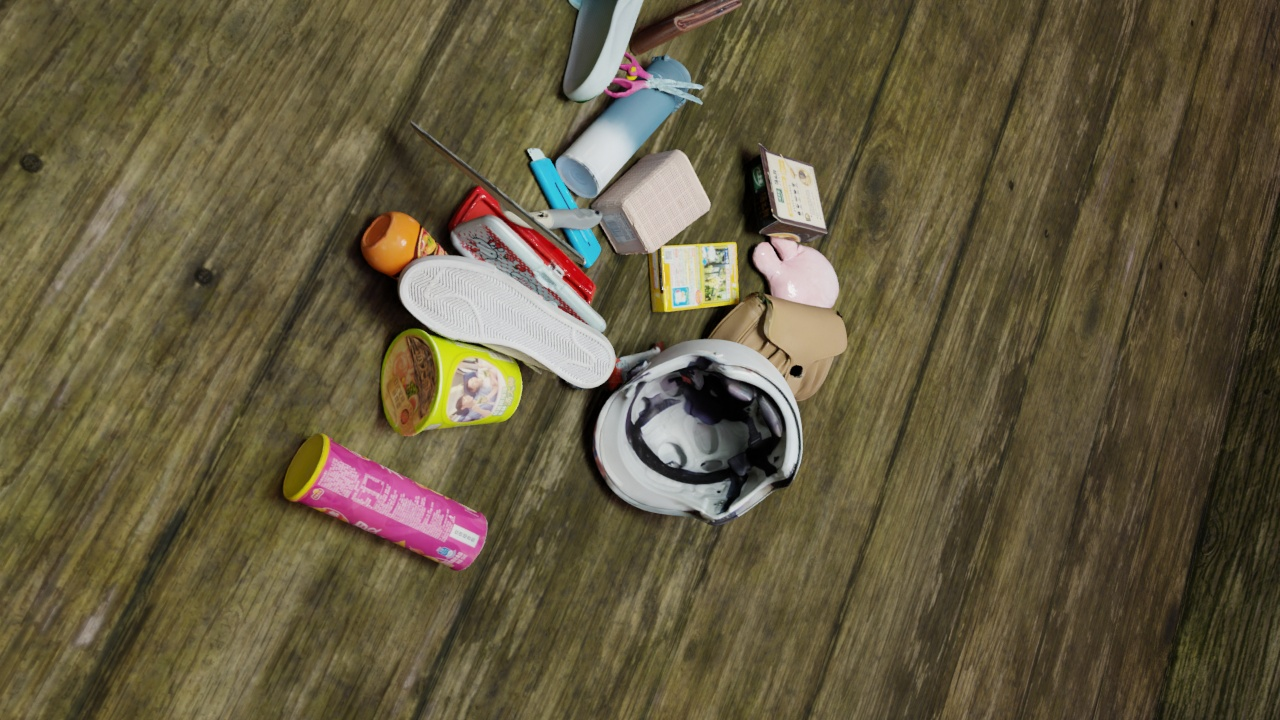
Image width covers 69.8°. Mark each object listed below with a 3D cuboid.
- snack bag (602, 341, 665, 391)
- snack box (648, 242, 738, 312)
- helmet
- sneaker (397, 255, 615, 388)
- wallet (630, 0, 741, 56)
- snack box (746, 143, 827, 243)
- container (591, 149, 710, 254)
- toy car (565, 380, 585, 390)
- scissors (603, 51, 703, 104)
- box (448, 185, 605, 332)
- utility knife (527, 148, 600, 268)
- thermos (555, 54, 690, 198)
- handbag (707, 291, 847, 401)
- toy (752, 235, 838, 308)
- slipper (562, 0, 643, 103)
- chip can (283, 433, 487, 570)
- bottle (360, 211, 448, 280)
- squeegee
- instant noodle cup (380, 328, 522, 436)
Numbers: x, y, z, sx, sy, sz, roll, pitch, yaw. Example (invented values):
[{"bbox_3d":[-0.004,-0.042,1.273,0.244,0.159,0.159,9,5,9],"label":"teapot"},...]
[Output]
[{"bbox_3d":[-0.007,0.007,1.186,0.104,0.026,0.048,-19,111,-37],"label":"snack bag"},{"bbox_3d":[0.074,-0.114,1.241,0.140,0.034,0.087,-9,98,-37],"label":"snack box"},{"bbox_3d":[0.077,0.073,1.149,0.229,0.259,0.145,53,30,-13],"label":"helmet"},{"bbox_3d":[-0.141,-0.048,0.983,0.242,0.090,0.089,26,98,-19],"label":"sneaker"},{"bbox_3d":[0.056,-0.430,1.164,0.124,0.101,0.032,-37,112,-31],"label":"wallet"},{"bbox_3d":[0.203,-0.235,1.304,0.125,0.053,0.113,6,68,-37],"label":"snack box"},{"bbox_3d":[0.010,-0.194,1.150,0.110,0.090,0.090,-43,118,-26],"label":"container"},{"bbox_3d":[-0.070,-0.008,1.127,0.034,0.043,0.090,11,90,-5],"label":"toy car"},{"bbox_3d":[0.014,-0.331,1.116,0.137,0.017,0.083,22,63,-6],"label":"scissors"},{"bbox_3d":[-0.117,-0.109,1.044,0.201,0.102,0.095,43,67,-33],"label":"box"},{"bbox_3d":[-0.093,-0.187,1.112,0.034,0.018,0.159,-42,116,-29],"label":"utility knife"},{"bbox_3d":[-0.015,-0.293,1.138,0.220,0.070,0.070,-51,121,-25],"label":"thermos"},{"bbox_3d":[0.195,-0.013,1.281,0.204,0.100,0.148,8,119,-38],"label":"handbag"},{"bbox_3d":[0.228,-0.128,1.351,0.159,0.054,0.121,49,63,-20],"label":"toy"},{"bbox_3d":[-0.050,-0.427,1.083,0.074,0.104,0.245,18,88,-36],"label":"slipper"},{"bbox_3d":[-0.262,0.153,0.962,0.210,0.071,0.071,36,71,-35],"label":"chip can"},{"bbox_3d":[-0.227,-0.096,0.985,0.149,0.067,0.066,41,68,-40],"label":"bottle"},{"bbox_3d":[-0.107,-0.163,1.019,0.039,0.246,0.246,-56,163,16],"label":"squeegee"},{"bbox_3d":[-0.198,0.027,0.990,0.123,0.112,0.111,7,88,-47],"label":"instant noodle cup"}]
